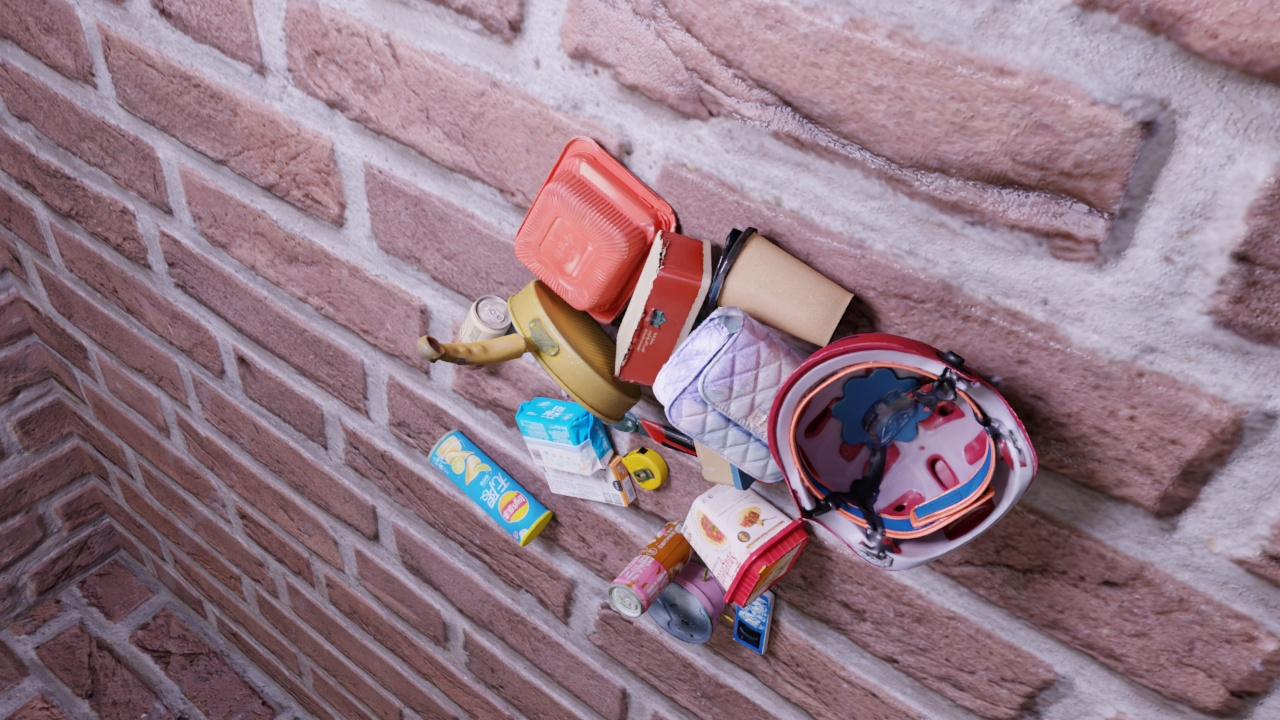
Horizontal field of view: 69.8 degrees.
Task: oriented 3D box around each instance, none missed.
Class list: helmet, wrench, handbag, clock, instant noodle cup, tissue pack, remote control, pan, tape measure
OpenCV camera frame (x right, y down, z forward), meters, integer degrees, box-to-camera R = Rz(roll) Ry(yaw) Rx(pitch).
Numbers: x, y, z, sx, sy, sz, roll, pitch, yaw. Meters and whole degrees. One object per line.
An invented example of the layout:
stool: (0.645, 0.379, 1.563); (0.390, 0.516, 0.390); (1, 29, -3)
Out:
helmet: (0.235, 0.066, 0.880); (0.240, 0.143, 0.207); (41, 111, -6)
wrench: (0.046, 0.098, 1.168); (0.273, 0.016, 0.056); (23, 134, 21)
handbag: (0.119, 0.042, 0.947); (0.193, 0.075, 0.134); (32, 106, -32)
clock: (0.052, 0.342, 1.321); (0.159, 0.059, 0.117); (-11, 112, 43)
instant noodle cup: (0.124, 0.219, 1.138); (0.124, 0.116, 0.117); (43, 140, 25)
tissue pack: (-0.107, 0.102, 1.279); (0.140, 0.063, 0.090); (5, 125, 40)
remote control: (0.157, 0.354, 1.264); (0.049, 0.024, 0.125); (24, 131, 27)
pan: (-0.117, -0.011, 1.014); (0.078, 0.357, 0.197); (-42, 71, 11)
tape measure: (0.007, 0.148, 1.240); (0.057, 0.028, 0.060); (-27, 100, 47)
instant noodle cup: (-0.064, -0.139, 1.046); (0.164, 0.078, 0.189); (40, 127, 6)

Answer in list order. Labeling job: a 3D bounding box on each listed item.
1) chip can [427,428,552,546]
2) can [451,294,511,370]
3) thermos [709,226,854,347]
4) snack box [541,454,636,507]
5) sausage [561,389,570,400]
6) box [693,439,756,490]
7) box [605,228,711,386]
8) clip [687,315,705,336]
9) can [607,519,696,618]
chip can: (-0.240, 0.202, 1.461); (0.210, 0.071, 0.071); (39, 137, 12)
can: (-0.223, -0.037, 1.282); (0.058, 0.058, 0.117); (46, 138, 5)
thermos: (0.138, -0.072, 0.929); (0.143, 0.092, 0.093); (27, 134, 12)
snack box: (-0.080, 0.166, 1.331); (0.154, 0.026, 0.075); (4, 122, 40)
sausage: (-0.095, -0.007, 1.223); (0.020, 0.020, 0.156); (28, 134, 23)
box: (0.101, 0.064, 1.055); (0.060, 0.089, 0.184); (4, 124, 38)
box: (0.015, -0.057, 1.007); (0.076, 0.091, 0.169); (14, 131, -10)
clip: (0.050, -0.048, 1.072); (0.054, 0.013, 0.033); (37, 136, 14)
can: (0.021, 0.278, 1.234); (0.058, 0.146, 0.058); (22, 131, 28)
